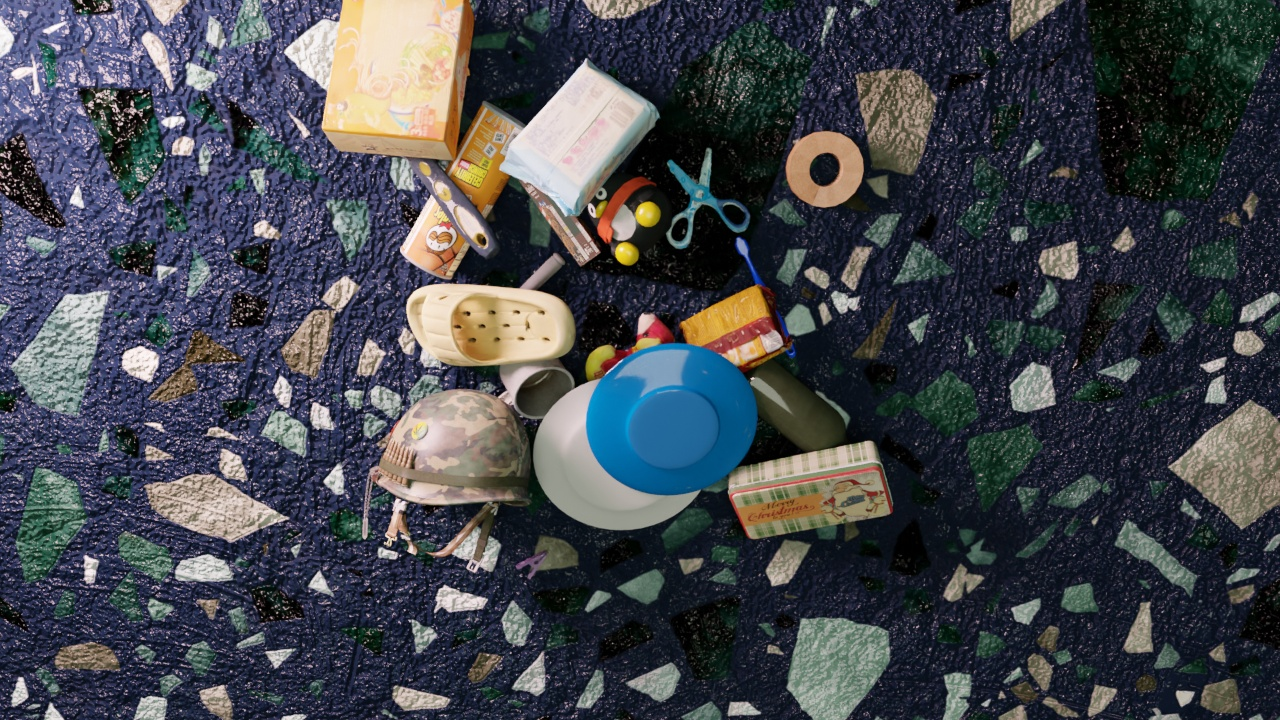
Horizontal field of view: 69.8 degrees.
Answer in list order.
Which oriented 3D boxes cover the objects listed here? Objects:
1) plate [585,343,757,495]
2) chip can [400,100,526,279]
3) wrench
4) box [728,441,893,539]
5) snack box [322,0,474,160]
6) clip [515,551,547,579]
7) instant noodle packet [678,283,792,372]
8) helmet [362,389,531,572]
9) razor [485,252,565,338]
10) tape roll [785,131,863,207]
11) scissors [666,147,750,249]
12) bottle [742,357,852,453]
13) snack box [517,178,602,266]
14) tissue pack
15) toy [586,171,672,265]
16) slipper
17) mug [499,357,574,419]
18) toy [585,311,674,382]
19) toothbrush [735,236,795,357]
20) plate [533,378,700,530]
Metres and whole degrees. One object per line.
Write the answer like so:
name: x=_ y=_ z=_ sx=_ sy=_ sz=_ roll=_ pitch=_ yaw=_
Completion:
plate: x=0.042 y=0.085 z=1.187 sx=0.224 sy=0.024 sz=0.225 roll=-2 pitch=115 yaw=-3
chip can: x=-0.219 y=-0.213 z=1.158 sx=0.075 sy=0.075 sz=0.215 roll=31 pitch=103 yaw=-7
wrench: x=-0.251 y=-0.224 z=1.119 sx=0.073 sy=0.022 sz=0.273 roll=-43 pitch=69 yaw=9
box: x=0.228 y=0.178 z=1.233 sx=0.206 sy=0.050 sz=0.118 roll=-12 pitch=130 yaw=15
snack box: x=-0.282 y=-0.343 z=1.096 sx=0.145 sy=0.081 sz=0.195 roll=5 pitch=79 yaw=1
clip: x=-0.159 y=0.292 z=1.325 sx=0.046 sy=0.014 sz=0.050 roll=19 pitch=107 yaw=-1
instant noodle packet: x=0.125 y=-0.033 z=1.197 sx=0.136 sy=0.039 sz=0.098 roll=-27 pitch=71 yaw=16
helmet: x=-0.247 y=0.156 z=1.194 sx=0.225 sy=0.192 sz=0.236 roll=-7 pitch=78 yaw=28
razor: x=-0.146 y=-0.096 z=1.209 sx=0.116 sy=0.047 sz=0.088 roll=-44 pitch=100 yaw=3
tape roll: x=0.234 y=-0.243 z=1.168 sx=0.094 sy=0.027 sz=0.094 roll=0 pitch=105 yaw=1
scissors: x=0.088 y=-0.206 z=1.190 sx=0.134 sy=0.012 sz=0.134 roll=11 pitch=103 yaw=-2
bottle: x=0.221 y=0.078 z=1.232 sx=0.207 sy=0.071 sz=0.071 roll=38 pitch=102 yaw=-9
snack box: x=-0.103 y=-0.190 z=1.175 sx=0.032 sy=0.051 sz=0.141 roll=-34 pitch=102 yaw=9
tissue pack: x=-0.073 y=-0.265 z=1.109 sx=0.112 sy=0.070 sz=0.181 roll=37 pitch=78 yaw=4
toy: x=-0.020 y=-0.191 z=1.154 sx=0.119 sy=0.099 sz=0.098 roll=39 pitch=123 yaw=14
slipper: x=-0.204 y=-0.035 z=1.155 sx=0.262 sy=0.079 sz=0.111 roll=2 pitch=113 yaw=28
mug: x=-0.128 y=0.029 z=1.217 sx=0.113 sy=0.070 sz=0.084 roll=26 pitch=109 yaw=-42
toy: x=-0.007 y=0.007 z=1.224 sx=0.137 sy=0.067 sz=0.105 roll=-42 pitch=105 yaw=19
toothbrush: x=0.167 y=-0.083 z=1.221 sx=0.016 sy=0.018 sz=0.182 roll=-25 pitch=106 yaw=7
plate: x=-0.023 y=0.132 z=1.230 sx=0.242 sy=0.016 sz=0.243 roll=-1 pitch=116 yaw=-3
